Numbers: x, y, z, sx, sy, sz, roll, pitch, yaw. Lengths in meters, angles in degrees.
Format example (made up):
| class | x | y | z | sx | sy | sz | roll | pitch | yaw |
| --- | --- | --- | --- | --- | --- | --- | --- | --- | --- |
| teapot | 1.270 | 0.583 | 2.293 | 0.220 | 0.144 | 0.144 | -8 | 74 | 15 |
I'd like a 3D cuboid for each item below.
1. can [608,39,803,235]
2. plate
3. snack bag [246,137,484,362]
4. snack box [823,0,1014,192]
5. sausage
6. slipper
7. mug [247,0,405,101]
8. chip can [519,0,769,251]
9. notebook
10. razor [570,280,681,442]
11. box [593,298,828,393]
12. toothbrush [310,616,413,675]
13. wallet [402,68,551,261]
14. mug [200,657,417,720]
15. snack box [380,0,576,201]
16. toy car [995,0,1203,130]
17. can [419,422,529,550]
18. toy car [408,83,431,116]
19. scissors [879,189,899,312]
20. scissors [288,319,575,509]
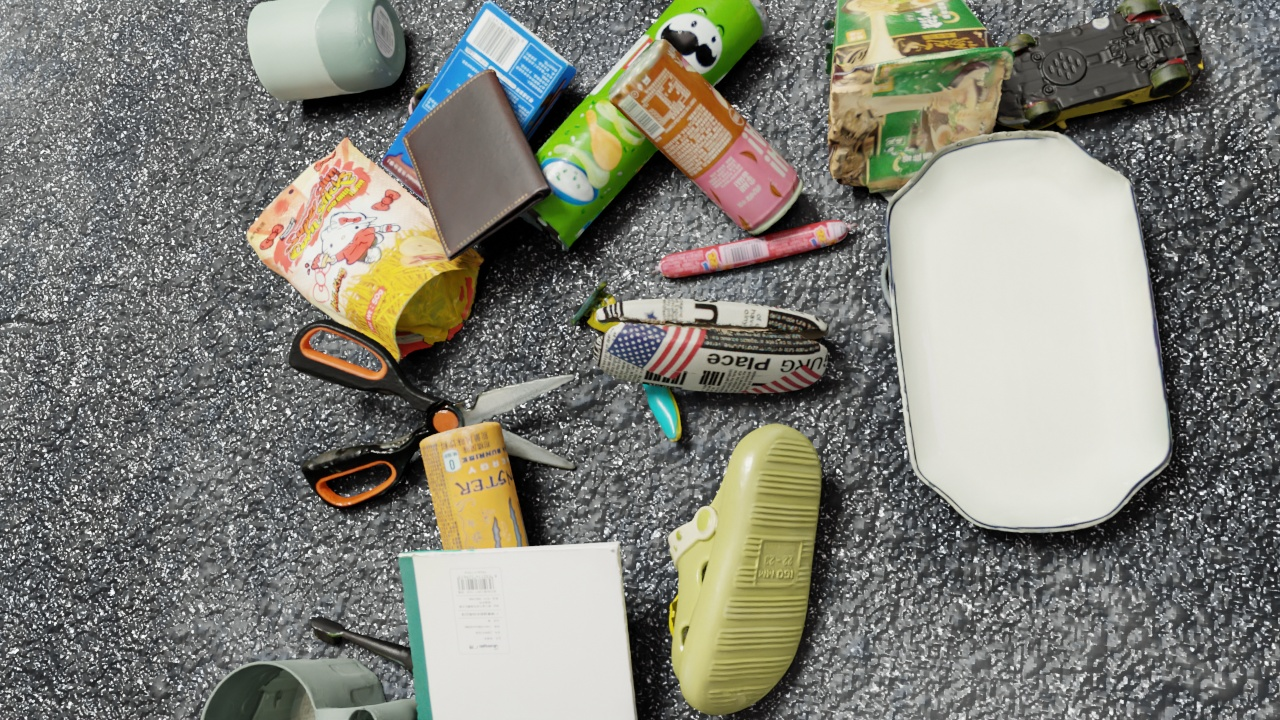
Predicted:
| class | x | y | z | sx | sy | sz | roll | pitch | yaw |
| --- | --- | --- | --- | --- | --- | --- | --- | --- | --- |
| can | 0.047 | -0.158 | 0.656 | 0.147 | 0.058 | 0.058 | 41 | 86 | -16 |
| plate | 0.251 | -0.020 | 0.611 | 0.162 | 0.034 | 0.265 | -6 | 81 | 10 |
| snack bag | -0.225 | -0.091 | 0.742 | 0.208 | 0.073 | 0.128 | 38 | 87 | 26 |
| snack box | 0.186 | -0.200 | 0.645 | 0.117 | 0.118 | 0.105 | -5 | 58 | 7 |
| sausage | 0.084 | -0.082 | 0.685 | 0.156 | 0.020 | 0.020 | -11 | 73 | 10 |
| slipper | 0.064 | 0.133 | 0.610 | 0.082 | 0.091 | 0.190 | 11 | 87 | 55 |
| mug | -0.261 | -0.278 | 0.789 | 0.106 | 0.082 | 0.111 | -5 | 43 | 12 |
| chip can | -0.005 | -0.193 | 0.708 | 0.072 | 0.072 | 0.236 | 42 | 88 | 19 |
| notebook | -0.077 | 0.224 | 0.604 | 0.150 | 0.012 | 0.209 | -4 | 97 | 10 |
| razor | -0.004 | 0.004 | 0.678 | 0.043 | 0.028 | 0.132 | -47 | 66 | 33 |
| box | 0.049 | -0.003 | 0.632 | 0.163 | 0.074 | 0.079 | 6 | 82 | -5 |
| toothbrush | -0.146 | 0.221 | 0.655 | 0.213 | 0.027 | 0.026 | 13 | 34 | 17 |
| wallet | -0.126 | -0.147 | 0.686 | 0.096 | 0.020 | 0.122 | -33 | 65 | 18 |
| mug | -0.212 | 0.244 | 0.622 | 0.124 | 0.103 | 0.083 | -6 | 74 | 10 |
| snack box | -0.130 | -0.194 | 0.730 | 0.084 | 0.026 | 0.157 | 40 | 103 | 7 |
| toy car | 0.316 | -0.207 | 0.654 | 0.156 | 0.041 | 0.071 | -14 | 73 | 7 |
| can | -0.110 | 0.118 | 0.640 | 0.058 | 0.058 | 0.146 | -14 | 87 | 9 |
| toy car | -0.135 | -0.223 | 0.762 | 0.122 | 0.037 | 0.056 | -31 | 86 | 13 |
| scissors | 0.197 | -0.107 | 0.670 | 0.159 | 0.014 | 0.171 | 19 | 79 | 17 |
| scissors | -0.165 | 0.047 | 0.686 | 0.221 | 0.021 | 0.224 | 38 | 107 | -7 |
